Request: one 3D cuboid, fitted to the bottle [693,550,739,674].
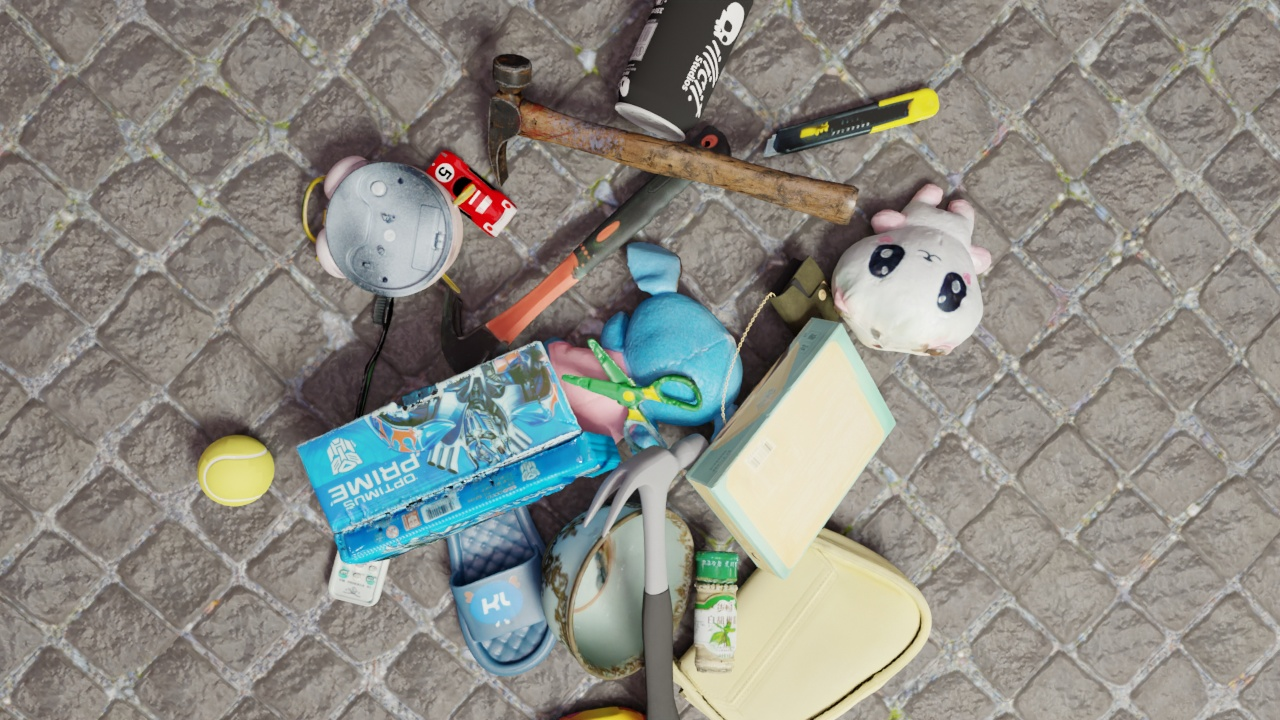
[{"bbox_3d":[0.069,0.232,0.851,0.042,0.043,0.110,4,78,-4],"label":"bottle"}]

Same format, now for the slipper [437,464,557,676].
[{"bbox_3d":[-0.134,0.197,0.874,0.104,0.059,0.214,-13,94,-4],"label":"slipper"}]

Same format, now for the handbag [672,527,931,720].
[{"bbox_3d":[0.149,0.269,0.890,0.191,0.088,0.233,41,92,10],"label":"handbag"}]

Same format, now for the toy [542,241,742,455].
[{"bbox_3d":[-0.005,0.005,0.851,0.191,0.099,0.224,-20,89,10],"label":"toy"}]

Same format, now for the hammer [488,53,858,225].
[{"bbox_3d":[0.024,-0.170,0.804,0.330,0.033,0.120,17,131,7],"label":"hammer"}]

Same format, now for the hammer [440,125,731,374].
[{"bbox_3d":[-0.044,-0.100,0.844,0.333,0.033,0.133,-41,61,-6],"label":"hammer"}]

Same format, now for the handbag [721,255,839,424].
[{"bbox_3d":[0.125,-0.010,0.836,0.084,0.027,0.177,50,62,-27],"label":"handbag"}]

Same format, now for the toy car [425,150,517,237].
[{"bbox_3d":[-0.158,-0.155,0.855,0.089,0.025,0.038,39,92,-6],"label":"toy car"}]

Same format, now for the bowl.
[{"bbox_3d":[-0.036,0.199,0.849,0.159,0.094,0.160,-14,110,-44],"label":"bowl"}]

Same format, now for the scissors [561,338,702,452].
[{"bbox_3d":[-0.013,0.037,0.804,0.131,0.012,0.112,13,112,2],"label":"scissors"}]

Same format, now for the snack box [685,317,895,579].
[{"bbox_3d":[0.143,0.079,0.827,0.193,0.044,0.141,-50,126,-18],"label":"snack box"}]

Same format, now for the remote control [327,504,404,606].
[{"bbox_3d":[-0.260,0.168,0.881,0.050,0.022,0.133,16,94,-4],"label":"remote control"}]

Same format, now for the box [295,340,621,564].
[{"bbox_3d":[-0.157,0.083,0.799,0.244,0.114,0.113,-23,77,10],"label":"box"}]

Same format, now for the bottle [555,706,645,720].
[{"bbox_3d":[-0.024,0.378,0.901,0.134,0.048,0.071,-8,96,-2],"label":"bottle"}]

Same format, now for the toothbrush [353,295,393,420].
[{"bbox_3d":[-0.264,0.027,0.872,0.017,0.014,0.188,16,94,8],"label":"toothbrush"}]

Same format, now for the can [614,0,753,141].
[{"bbox_3d":[0.039,-0.280,0.827,0.080,0.080,0.146,25,93,-5],"label":"can"}]

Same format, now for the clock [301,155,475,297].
[{"bbox_3d":[-0.234,-0.122,0.827,0.158,0.058,0.117,11,101,6],"label":"clock"}]

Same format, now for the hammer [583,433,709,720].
[{"bbox_3d":[0.012,0.223,0.812,0.124,0.029,0.311,-18,115,-39],"label":"hammer"}]

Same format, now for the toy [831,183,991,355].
[{"bbox_3d":[0.259,-0.085,0.857,0.139,0.101,0.179,26,74,7],"label":"toy"}]

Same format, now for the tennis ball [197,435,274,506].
[{"bbox_3d":[-0.373,0.101,0.846,0.065,0.065,0.065,0,95,-3],"label":"tennis ball"}]

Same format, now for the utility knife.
[{"bbox_3d":[0.199,-0.224,0.873,0.174,0.020,0.029,-16,94,-1],"label":"utility knife"}]
